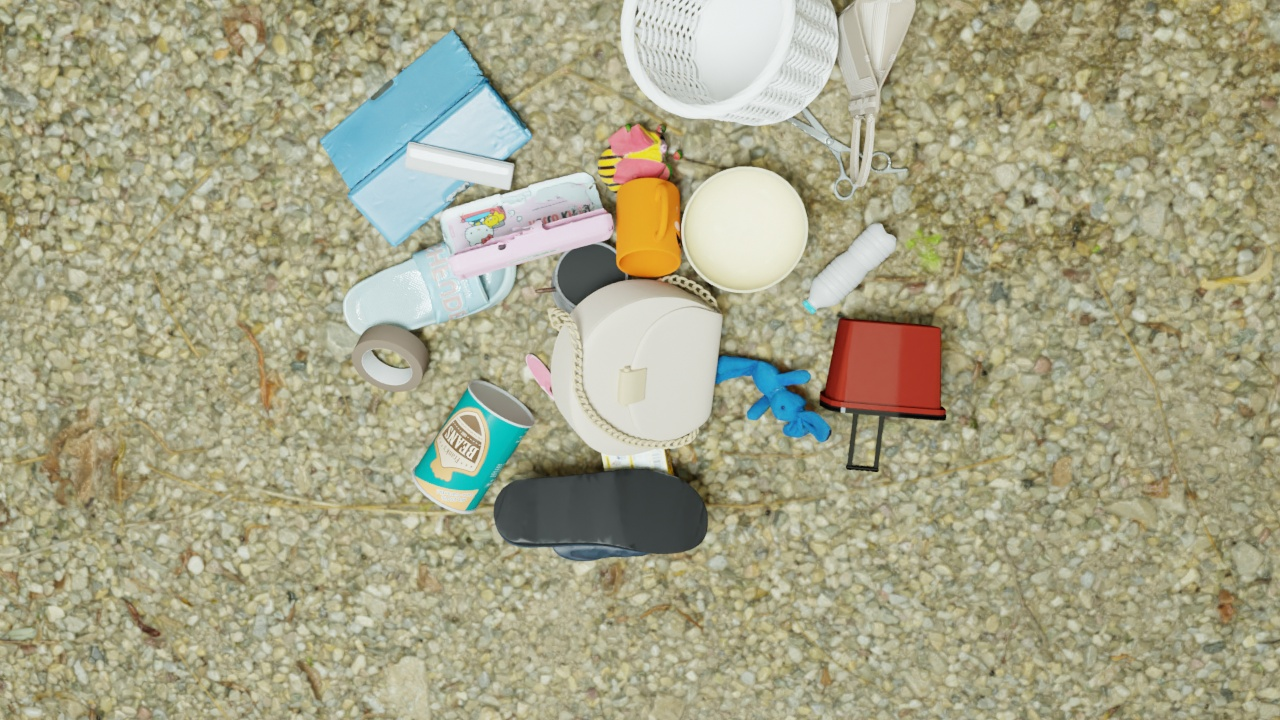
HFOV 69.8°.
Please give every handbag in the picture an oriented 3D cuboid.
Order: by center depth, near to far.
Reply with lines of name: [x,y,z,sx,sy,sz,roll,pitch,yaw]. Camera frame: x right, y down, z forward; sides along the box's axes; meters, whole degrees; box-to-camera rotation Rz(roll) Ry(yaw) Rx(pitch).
handbag: [0.253,-0.299,1.044,0.062,0.175,0.198,2,104,3]
handbag: [-0.006,0.007,1.126,0.208,0.103,0.211,-9,119,-26]

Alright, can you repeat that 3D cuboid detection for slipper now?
slipper: [-0.050,0.200,1.161,0.265,0.084,0.108,1,64,-6]
slipper: [-0.271,-0.091,1.172,0.245,0.074,0.104,-19,101,9]

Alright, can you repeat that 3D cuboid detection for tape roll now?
tape roll: [-0.325,-0.002,1.193,0.094,0.030,0.094,6,135,6]

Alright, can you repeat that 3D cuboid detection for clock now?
clock: [-0.048,-0.095,1.155,0.148,0.056,0.103,19,79,3]

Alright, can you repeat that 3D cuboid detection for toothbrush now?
toothbrush: [-0.109,0.046,1.219,0.022,0.016,0.135,-36,98,10]

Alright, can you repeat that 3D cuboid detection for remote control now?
remote control: [-0.222,-0.238,1.127,0.131,0.012,0.033,10,113,-10]

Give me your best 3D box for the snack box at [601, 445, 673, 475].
snack box: [0.000,0.153,1.211,0.084,0.061,0.106,-9,101,6]

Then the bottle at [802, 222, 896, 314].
bottle: [0.259,-0.112,1.148,0.044,0.044,0.136,44,101,-6]

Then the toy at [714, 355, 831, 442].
toy: [0.171,0.049,1.176,0.176,0.113,0.070,37,65,16]

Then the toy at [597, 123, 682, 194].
toy: [-0.006,-0.250,1.138,0.103,0.046,0.084,-29,112,14]

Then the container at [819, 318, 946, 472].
container: [0.298,0.052,1.145,0.148,0.127,0.201,5,96,2]

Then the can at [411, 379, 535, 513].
can: [-0.218,0.112,1.198,0.099,0.099,0.144,34,102,-4]

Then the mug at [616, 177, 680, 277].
mug: [0.014,-0.167,1.101,0.077,0.113,0.095,5,70,-13]

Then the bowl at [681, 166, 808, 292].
bowl: [0.126,-0.162,1.130,0.151,0.075,0.151,1,101,3]

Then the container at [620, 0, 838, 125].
container: [0.103,-0.357,1.005,0.190,0.186,0.189,5,102,26]

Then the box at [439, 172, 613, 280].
box: [-0.141,-0.170,1.110,0.201,0.111,0.101,-17,90,-6]

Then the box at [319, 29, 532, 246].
box: [-0.275,-0.275,1.144,0.232,0.060,0.175,-37,96,11]

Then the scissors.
scissors: [0.250,-0.269,1.131,0.131,0.014,0.153,-20,103,8]
